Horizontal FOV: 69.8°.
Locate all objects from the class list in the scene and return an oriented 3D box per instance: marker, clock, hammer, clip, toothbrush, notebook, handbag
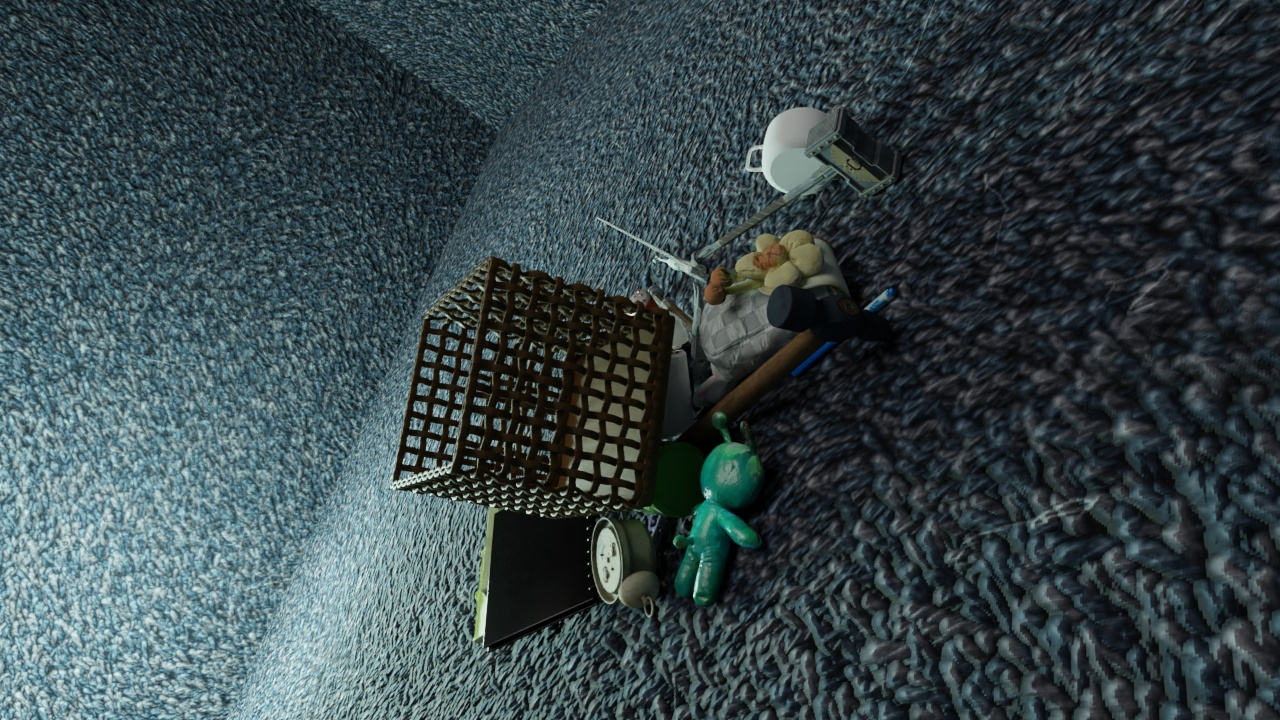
[{"bbox_3d":[0.206,-0.027,0.939,0.142,0.013,0.013,-43,27,33],"label":"marker"},{"bbox_3d":[-0.009,0.228,1.003,0.141,0.054,0.093,-128,44,-54],"label":"clock"},{"bbox_3d":[0.121,0.028,0.959,0.323,0.129,0.040,-48,39,50],"label":"hammer"},{"bbox_3d":[0.160,-0.184,1.116,0.323,0.098,0.044,-30,36,50],"label":"hammer"},{"bbox_3d":[0.048,-0.056,1.253,0.316,0.028,0.147,-124,35,-72],"label":"hammer"},{"bbox_3d":[0.016,0.196,1.061,0.050,0.014,0.045,-63,22,-14],"label":"clip"},{"bbox_3d":[0.018,-0.152,1.268,0.010,0.181,0.010,-22,45,64],"label":"toothbrush"},{"bbox_3d":[-0.124,0.251,1.193,0.169,0.019,0.231,-27,33,14],"label":"notebook"},{"bbox_3d":[0.131,-0.063,0.984,0.172,0.123,0.112,-32,36,23],"label":"handbag"},{"bbox_3d":[0.056,-0.147,1.392,0.024,0.022,0.185,-42,23,-7],"label":"toothbrush"}]

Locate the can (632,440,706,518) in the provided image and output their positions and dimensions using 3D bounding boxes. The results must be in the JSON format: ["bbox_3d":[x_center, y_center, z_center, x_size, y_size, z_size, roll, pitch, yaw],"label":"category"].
[{"bbox_3d":[0.012,0.133,1.052,0.144,0.083,0.083,-7,55,63],"label":"can"}]

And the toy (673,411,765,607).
[{"bbox_3d":[0.076,0.149,0.925,0.131,0.072,0.193,3,73,65],"label":"toy"}]

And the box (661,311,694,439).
[{"bbox_3d":[0.023,0.012,1.107,0.081,0.091,0.160,3,105,41],"label":"box"}]

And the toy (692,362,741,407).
[{"bbox_3d":[0.107,0.001,1.078,0.125,0.037,0.076,-60,18,-14],"label":"toy"}]

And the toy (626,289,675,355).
[{"bbox_3d":[-0.007,0.007,1.225,0.164,0.092,0.172,-55,32,25],"label":"toy"}]

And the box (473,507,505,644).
[{"bbox_3d":[-0.211,0.309,1.358,0.187,0.061,0.134,-98,22,-58],"label":"box"}]

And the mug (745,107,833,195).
[{"bbox_3d":[0.188,-0.256,1.136,0.116,0.094,0.067,-3,51,19],"label":"mug"}]

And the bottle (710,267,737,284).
[{"bbox_3d":[0.153,-0.103,1.090,0.175,0.055,0.055,-28,37,50],"label":"bottle"}]

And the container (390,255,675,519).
[{"bbox_3d":[-0.125,0.047,1.026,0.252,0.214,0.219,-22,57,59],"label":"container"}]
